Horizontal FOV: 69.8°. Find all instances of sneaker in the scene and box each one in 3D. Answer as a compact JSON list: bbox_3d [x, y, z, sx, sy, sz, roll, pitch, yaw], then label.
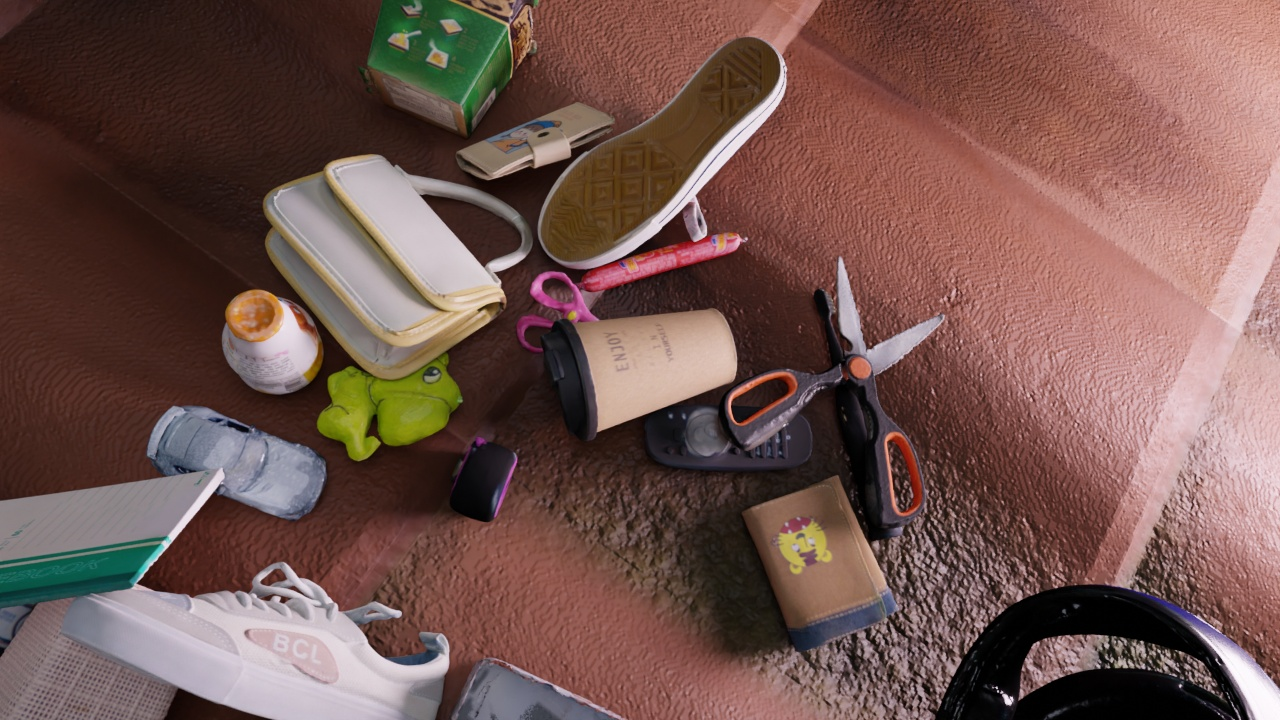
[{"bbox_3d":[0.024,-0.157,0.750,0.241,0.088,0.118,-42,72,3],"label":"sneaker"},{"bbox_3d":[-0.216,0.173,0.565,0.242,0.090,0.090,37,58,-36],"label":"sneaker"}]

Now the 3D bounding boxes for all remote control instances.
[{"bbox_3d":[0.068,0.062,0.725,0.136,0.024,0.053,2,73,-11],"label":"remote control"}]

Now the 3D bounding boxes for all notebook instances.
[{"bbox_3d":[-0.379,0.113,0.550,0.209,0.150,0.012,-8,107,-4],"label":"notebook"}]

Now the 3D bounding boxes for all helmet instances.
[{"bbox_3d":[0.308,0.309,0.582,0.240,0.248,0.315,24,72,-49],"label":"helmet"}]

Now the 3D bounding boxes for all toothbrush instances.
[{"bbox_3d":[0.174,0.041,0.752,0.027,0.026,0.212,5,68,-46],"label":"toothbrush"}]

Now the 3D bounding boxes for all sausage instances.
[{"bbox_3d":[0.018,-0.083,0.761,0.155,0.020,0.020,-17,78,-15],"label":"sausage"}]

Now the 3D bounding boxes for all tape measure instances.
[{"bbox_3d":[-0.116,0.086,0.666,0.039,0.058,0.057,21,74,-4],"label":"tape measure"}]

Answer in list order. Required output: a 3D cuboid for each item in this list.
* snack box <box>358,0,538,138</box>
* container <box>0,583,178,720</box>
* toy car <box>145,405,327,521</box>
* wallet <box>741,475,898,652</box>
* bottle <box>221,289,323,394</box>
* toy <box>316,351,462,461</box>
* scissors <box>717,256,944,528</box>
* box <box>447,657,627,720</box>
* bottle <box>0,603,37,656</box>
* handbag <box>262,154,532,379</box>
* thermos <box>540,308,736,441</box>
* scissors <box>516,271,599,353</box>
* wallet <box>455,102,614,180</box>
[{"bbox_3d":[-0.154,-0.248,0.736,0.117,0.118,0.105,22,83,-3],"label":"snack box"},{"bbox_3d":[-0.338,0.192,0.565,0.090,0.090,0.110,39,63,-36],"label":"container"},{"bbox_3d":[-0.284,0.072,0.650,0.120,0.037,0.054,23,71,-7],"label":"toy car"},{"bbox_3d":[0.138,0.155,0.709,0.090,0.033,0.115,-17,74,-14],"label":"wallet"},{"bbox_3d":[-0.259,-0.015,0.640,0.063,0.108,0.063,3,74,-11],"label":"bottle"},{"bbox_3d":[-0.183,0.032,0.682,0.100,0.031,0.096,10,66,-5],"label":"toy"},{"bbox_3d":[0.162,0.026,0.732,0.220,0.022,0.234,-11,73,-16],"label":"scissors"},{"bbox_3d":[-0.024,0.324,0.584,0.259,0.110,0.178,26,71,-2],"label":"box"},{"bbox_3d":[-0.427,0.200,0.561,0.044,0.080,0.194,28,68,-1],"label":"bottle"},{"bbox_3d":[-0.172,-0.092,0.700,0.178,0.063,0.163,-36,78,-32],"label":"handbag"},{"bbox_3d":[-0.004,0.004,0.693,0.143,0.093,0.093,-13,77,-16],"label":"thermos"},{"bbox_3d":[-0.035,-0.013,0.734,0.137,0.017,0.073,29,81,-7],"label":"scissors"},{"bbox_3d":[-0.084,-0.176,0.741,0.115,0.087,0.024,-26,119,-18],"label":"wallet"}]
